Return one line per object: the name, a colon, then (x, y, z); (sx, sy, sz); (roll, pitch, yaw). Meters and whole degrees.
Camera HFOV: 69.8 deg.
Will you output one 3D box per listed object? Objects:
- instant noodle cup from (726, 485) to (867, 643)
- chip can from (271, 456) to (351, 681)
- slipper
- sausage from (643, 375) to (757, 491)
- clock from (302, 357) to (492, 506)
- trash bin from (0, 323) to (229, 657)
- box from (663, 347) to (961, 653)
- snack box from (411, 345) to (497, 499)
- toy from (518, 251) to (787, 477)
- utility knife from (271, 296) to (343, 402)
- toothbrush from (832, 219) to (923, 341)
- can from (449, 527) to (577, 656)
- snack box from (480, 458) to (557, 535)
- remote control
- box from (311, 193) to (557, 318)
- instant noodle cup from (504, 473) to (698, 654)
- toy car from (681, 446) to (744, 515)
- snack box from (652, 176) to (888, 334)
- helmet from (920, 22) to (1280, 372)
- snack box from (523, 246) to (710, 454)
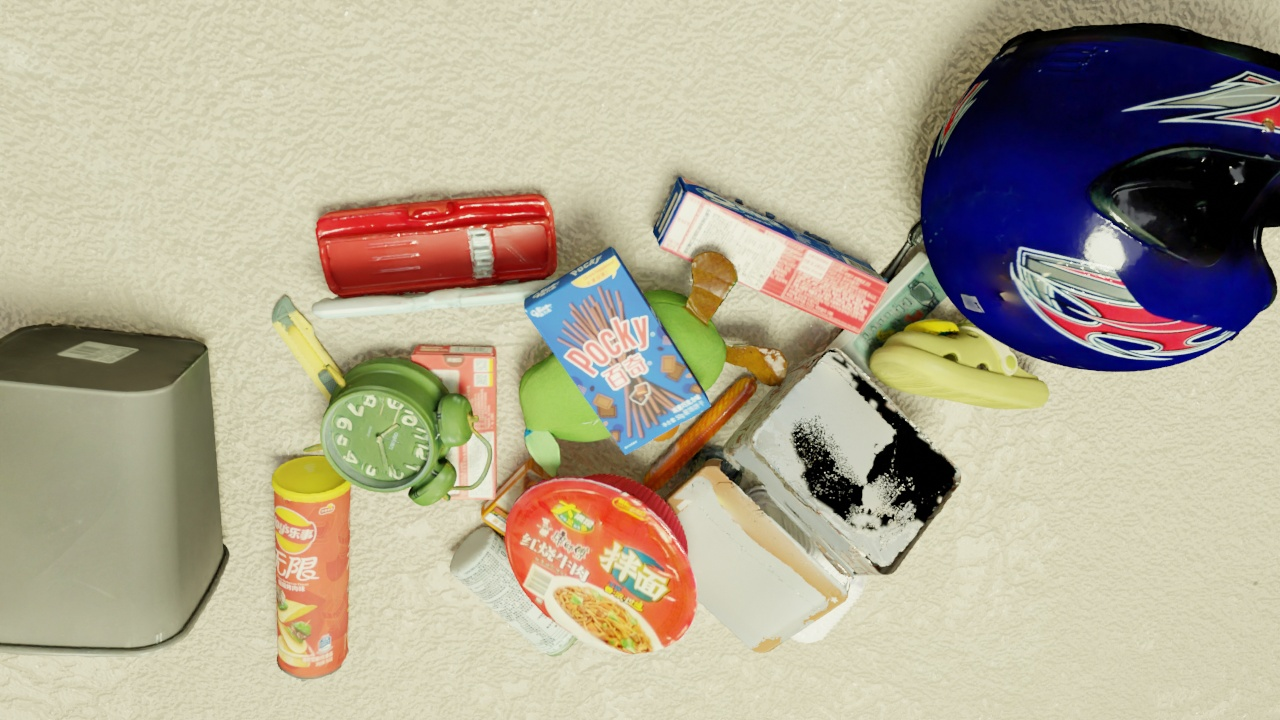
instant noodle cup: (0.151, 0.223, 0.951); (0.173, 0.060, 0.138); (30, 107, -16)
chip can: (-0.316, 0.201, 0.883); (0.073, 0.073, 0.217); (6, 113, -9)
slipper: (0.301, -0.001, 0.862); (0.190, 0.092, 0.081); (14, 79, -24)
sausage: (0.057, 0.072, 0.894); (0.021, 0.021, 0.165); (38, 105, -20)
clock: (-0.210, 0.067, 0.816); (0.161, 0.056, 0.116); (21, 114, -5)
trash bin: (-0.458, 0.098, 0.766); (0.199, 0.198, 0.220); (6, 105, -11)
box: (0.140, 0.136, 0.839); (0.179, 0.130, 0.272); (44, 98, -2)
snack box: (-0.173, 0.060, 0.861); (0.075, 0.025, 0.153); (1, 113, -6)
toy: (-0.005, 0.005, 0.818); (0.247, 0.089, 0.227); (-24, 130, 10)
utility knife: (-0.276, 0.026, 0.844); (0.031, 0.020, 0.195); (-25, 119, 11)
toothbrush: (0.215, -0.057, 0.859); (0.014, 0.016, 0.190); (30, 108, -10)
can: (-0.123, 0.234, 0.925); (0.058, 0.058, 0.147); (-38, 112, 10)
snack box: (-0.078, 0.169, 0.919); (0.153, 0.026, 0.075); (40, 105, -20)
remote control: (0.232, -0.037, 0.859); (0.056, 0.019, 0.135); (32, 107, -38)
box: (-0.168, -0.078, 0.760); (0.201, 0.101, 0.095); (-6, 115, -4)
instant noodle cup: (-0.028, 0.176, 0.849); (0.194, 0.065, 0.194); (11, 120, 20)
toy car: (0.060, 0.143, 0.919); (0.054, 0.036, 0.121); (21, 100, -12)
snack box: (0.114, -0.093, 0.809); (0.207, 0.057, 0.058); (22, 112, -15)
helmet: (0.381, -0.108, 0.722); (0.315, 0.247, 0.240); (13, 94, -3)
snack box: (-0.017, -0.005, 0.745); (0.084, 0.026, 0.157); (-30, 113, 8)
